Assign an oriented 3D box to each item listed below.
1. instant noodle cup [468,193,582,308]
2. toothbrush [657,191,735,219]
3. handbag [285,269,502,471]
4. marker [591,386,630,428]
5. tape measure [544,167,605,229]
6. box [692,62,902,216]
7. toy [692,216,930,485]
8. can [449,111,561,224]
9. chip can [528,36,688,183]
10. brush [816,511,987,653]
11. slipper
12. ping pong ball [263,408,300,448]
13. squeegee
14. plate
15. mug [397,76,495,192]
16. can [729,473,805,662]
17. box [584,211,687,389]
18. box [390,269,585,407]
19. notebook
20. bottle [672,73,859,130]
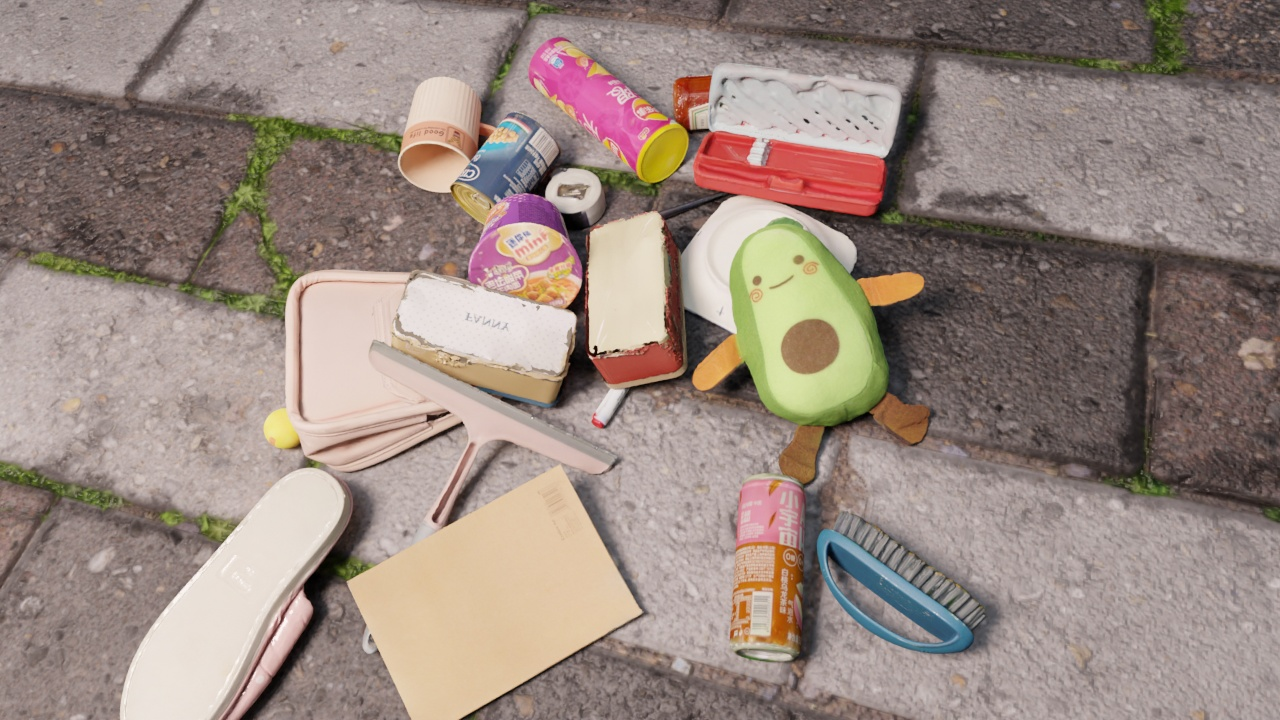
[{"bbox_3d":[-0.118,-0.111,0.932,0.111,0.112,0.099,-13,37,1],"label":"instant noodle cup"},{"bbox_3d":[0.035,-0.164,0.994,0.181,0.016,0.018,-22,54,-5],"label":"toothbrush"},{"bbox_3d":[-0.230,-0.005,0.917,0.234,0.093,0.193,-11,60,-7],"label":"handbag"},{"bbox_3d":[-0.005,0.005,0.904,0.017,0.017,0.145,24,67,20],"label":"marker"},{"bbox_3d":[-0.072,-0.178,1.008,0.066,0.034,0.065,6,63,12],"label":"tape measure"},{"bbox_3d":[0.162,-0.235,0.960,0.201,0.098,0.118,12,53,11],"label":"box"},{"bbox_3d":[0.155,-0.019,0.839,0.227,0.090,0.246,-23,80,1],"label":"toy"},{"bbox_3d":[-0.146,-0.209,1.008,0.075,0.075,0.111,27,72,21],"label":"can"},{"bbox_3d":[-0.040,-0.287,1.043,0.071,0.071,0.210,-39,62,-13],"label":"chip can"},{"bbox_3d":[0.203,0.188,0.746,0.144,0.055,0.073,36,70,24],"label":"brush"},{"bbox_3d":[-0.349,0.220,0.815,0.114,0.054,0.273,22,69,20],"label":"slipper"},{"bbox_3d":[-0.352,0.067,0.909,0.040,0.040,0.040,-4,60,7],"label":"ping pong ball"},{"bbox_3d":[-0.187,0.145,0.833,0.247,0.040,0.249,27,77,-6],"label":"squeegee"},{"bbox_3d":[0.123,-0.100,0.934,0.164,0.034,0.163,28,69,21],"label":"plate"},{"bbox_3d":[-0.212,-0.256,1.054,0.114,0.082,0.105,11,58,-16],"label":"mug"},{"bbox_3d":[0.108,0.172,0.769,0.058,0.058,0.147,2,61,10],"label":"can"},{"bbox_3d":[-0.006,-0.066,0.894,0.091,0.076,0.168,-12,53,14],"label":"box"},{"bbox_3d":[-0.143,-0.019,0.877,0.184,0.061,0.089,18,56,-8],"label":"box"},{"bbox_3d":[-0.125,0.203,0.790,0.211,0.012,0.149,-29,77,-8],"label":"notebook"},{"bbox_3d":[0.140,-0.295,1.028,0.206,0.060,0.059,-3,60,7],"label":"bottle"}]
